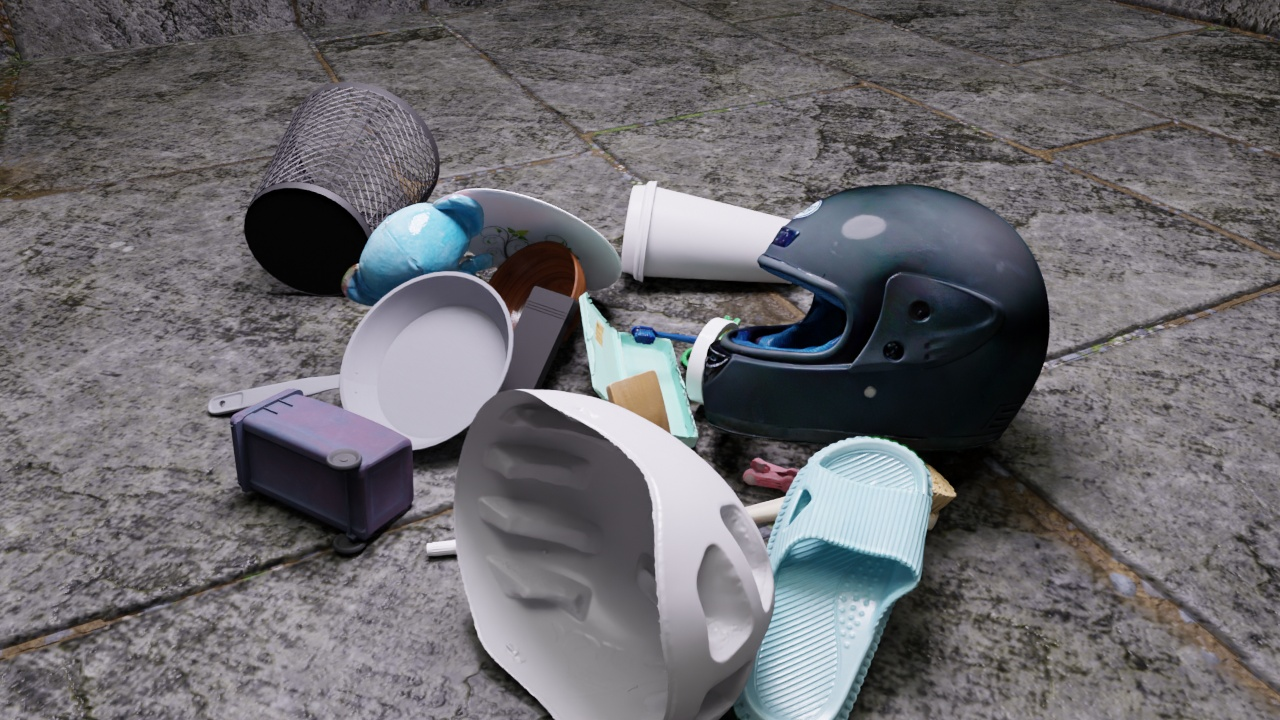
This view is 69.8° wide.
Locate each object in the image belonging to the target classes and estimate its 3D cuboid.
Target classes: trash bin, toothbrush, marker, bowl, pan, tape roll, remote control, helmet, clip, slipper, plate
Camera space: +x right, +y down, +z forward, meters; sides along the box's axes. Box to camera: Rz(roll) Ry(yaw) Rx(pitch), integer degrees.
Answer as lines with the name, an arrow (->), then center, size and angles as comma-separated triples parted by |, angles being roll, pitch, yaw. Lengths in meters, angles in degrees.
trash bin -> -0.410, -0.225, 1.249 | 0.217, 0.217, 0.242 | 1, 40, 4
toothbrush -> 0.079, -0.016, 1.018 | 0.189, 0.016, 0.017 | 8, 43, -21
marker -> -0.122, 0.161, 0.813 | 0.132, 0.014, 0.014 | -5, 34, -5
bowl -> -0.115, -0.061, 1.082 | 0.148, 0.069, 0.147 | -18, 56, 28
pan -> -0.294, 0.019, 0.972 | 0.357, 0.051, 0.200 | -14, 62, 14
tape roll -> 0.079, 0.002, 0.973 | 0.019, 0.094, 0.093 | 17, 38, 27
remote control -> -0.119, -0.013, 1.000 | 0.058, 0.013, 0.133 | 20, 82, 28
helmet -> -0.037, 0.143, 0.658 | 0.282, 0.224, 0.183 | 26, 19, 29
helmet -> 0.220, -0.049, 0.878 | 0.316, 0.236, 0.248 | 2, 10, 4
trash bin -> -0.298, 0.095, 0.851 | 0.161, 0.094, 0.092 | 17, 29, 23
clip -> 0.124, 0.112, 0.872 | 0.044, 0.023, 0.060 | -29, 41, -28
slipper -> 0.147, 0.158, 0.694 | 0.116, 0.070, 0.275 | 20, 57, 17
plate -> -0.128, -0.153, 1.114 | 0.230, 0.229, 0.030 | 11, 69, 18

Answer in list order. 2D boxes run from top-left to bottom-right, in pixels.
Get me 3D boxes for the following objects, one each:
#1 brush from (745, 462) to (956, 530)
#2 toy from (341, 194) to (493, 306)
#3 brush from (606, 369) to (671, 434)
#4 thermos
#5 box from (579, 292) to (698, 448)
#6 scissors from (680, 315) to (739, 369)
brush -> 0.142, 0.126, 0.789 | 0.272, 0.077, 0.062 | -6, 21, -11
toy -> -0.249, -0.112, 1.078 | 0.183, 0.180, 0.115 | -39, 57, -1
brush -> -0.001, 0.068, 0.869 | 0.049, 0.117, 0.039 | -18, 19, -20
thermos -> 0.092, -0.156, 1.197 | 0.222, 0.132, 0.131 | 8, 34, 1
box -> -0.011, 0.013, 0.973 | 0.138, 0.057, 0.186 | 24, 26, -21
scissors -> 0.099, -0.019, 1.078 | 0.071, 0.014, 0.130 | 15, 38, 23
